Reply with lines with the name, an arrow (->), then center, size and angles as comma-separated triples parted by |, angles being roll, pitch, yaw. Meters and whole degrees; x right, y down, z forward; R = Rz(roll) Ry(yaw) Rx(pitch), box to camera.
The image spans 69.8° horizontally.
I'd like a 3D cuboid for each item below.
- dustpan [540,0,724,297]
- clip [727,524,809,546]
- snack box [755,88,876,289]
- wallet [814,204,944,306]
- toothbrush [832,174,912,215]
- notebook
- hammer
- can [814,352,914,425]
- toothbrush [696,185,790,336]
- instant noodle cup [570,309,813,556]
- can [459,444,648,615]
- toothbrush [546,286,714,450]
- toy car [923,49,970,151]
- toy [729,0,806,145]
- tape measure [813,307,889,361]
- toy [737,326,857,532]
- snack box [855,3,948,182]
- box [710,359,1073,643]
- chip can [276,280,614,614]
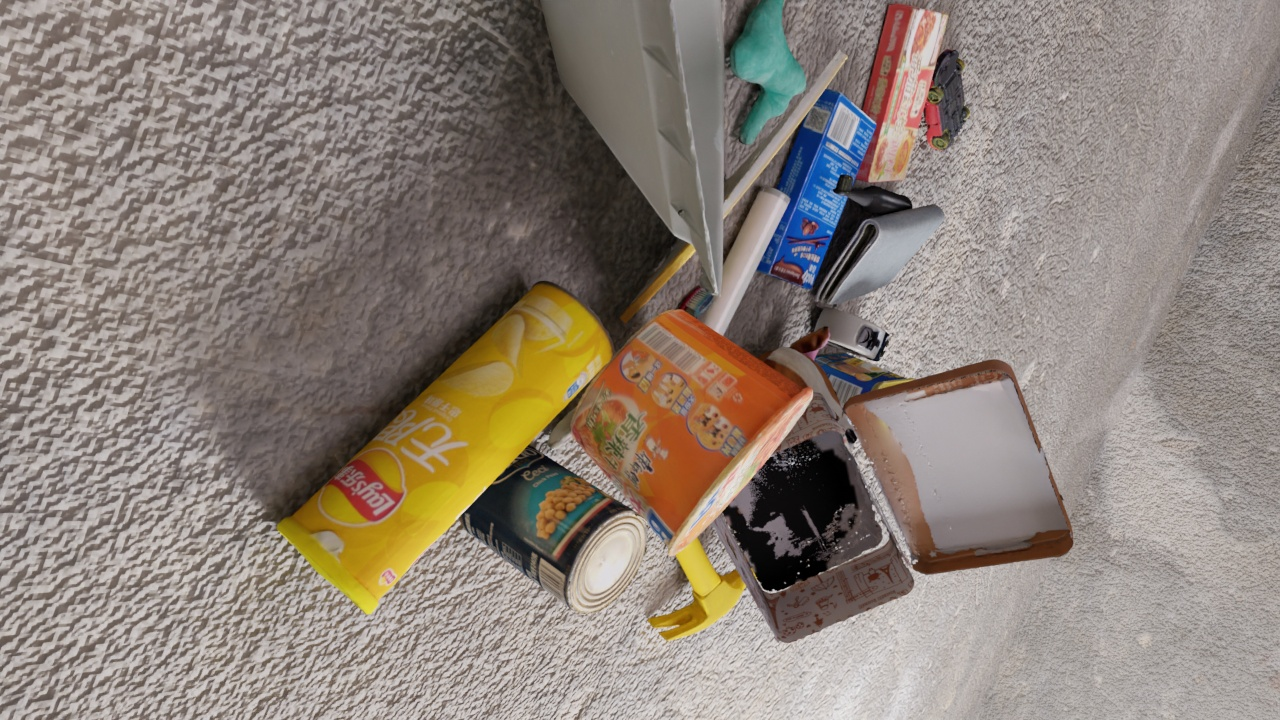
dustpan -> 0.027, -0.206, 0.455 | 0.142, 0.257, 0.223 | -24, 134, -11
clip -> 0.142, 0.166, 0.932 | 0.035, 0.101, 0.096 | 69, 30, -45
snack box -> 0.148, -0.144, 0.788 | 0.084, 0.026, 0.157 | 9, 104, -55
wallet -> 0.228, -0.104, 0.892 | 0.129, 0.037, 0.107 | -19, 151, -45
toothbrush -> 0.212, -0.148, 0.836 | 0.212, 0.026, 0.027 | -7, 118, -61
notebook -> 0.051, -0.100, 0.594 | 0.145, 0.010, 0.206 | -52, -176, -15
hammer -> 0.034, 0.153, 0.816 | 0.128, 0.033, 0.301 | -39, 137, -15
can -> 0.221, 0.031, 0.944 | 0.101, 0.083, 0.057 | -4, 114, -51
toothbrush -> 0.062, -0.038, 0.746 | 0.221, 0.026, 0.026 | -64, -171, 1
instant noodle cup -> 0.031, 0.043, 0.640 | 0.151, 0.111, 0.151 | -45, 165, -16
can -> -0.058, 0.111, 0.615 | 0.075, 0.111, 0.075 | -30, 133, -38
toothbrush -> -0.004, 0.004, 0.697 | 0.187, 0.017, 0.016 | -45, 140, -25
toy car -> 0.297, -0.256, 0.901 | 0.049, 0.031, 0.106 | -53, 145, -15
toy -> 0.093, -0.210, 0.675 | 0.096, 0.030, 0.092 | -57, 143, 1
tape measure -> 0.204, -0.027, 0.899 | 0.066, 0.066, 0.033 | 21, 90, -57
toy -> 0.138, 0.074, 0.841 | 0.139, 0.131, 0.200 | -28, 123, -43
snack box -> 0.234, -0.241, 0.837 | 0.075, 0.025, 0.153 | -14, 122, -47
box -> 0.193, 0.110, 0.748 | 0.261, 0.102, 0.178 | -26, 110, 10
chip can -> -0.109, 0.046, 0.545 | 0.212, 0.072, 0.072 | -47, 142, -23
